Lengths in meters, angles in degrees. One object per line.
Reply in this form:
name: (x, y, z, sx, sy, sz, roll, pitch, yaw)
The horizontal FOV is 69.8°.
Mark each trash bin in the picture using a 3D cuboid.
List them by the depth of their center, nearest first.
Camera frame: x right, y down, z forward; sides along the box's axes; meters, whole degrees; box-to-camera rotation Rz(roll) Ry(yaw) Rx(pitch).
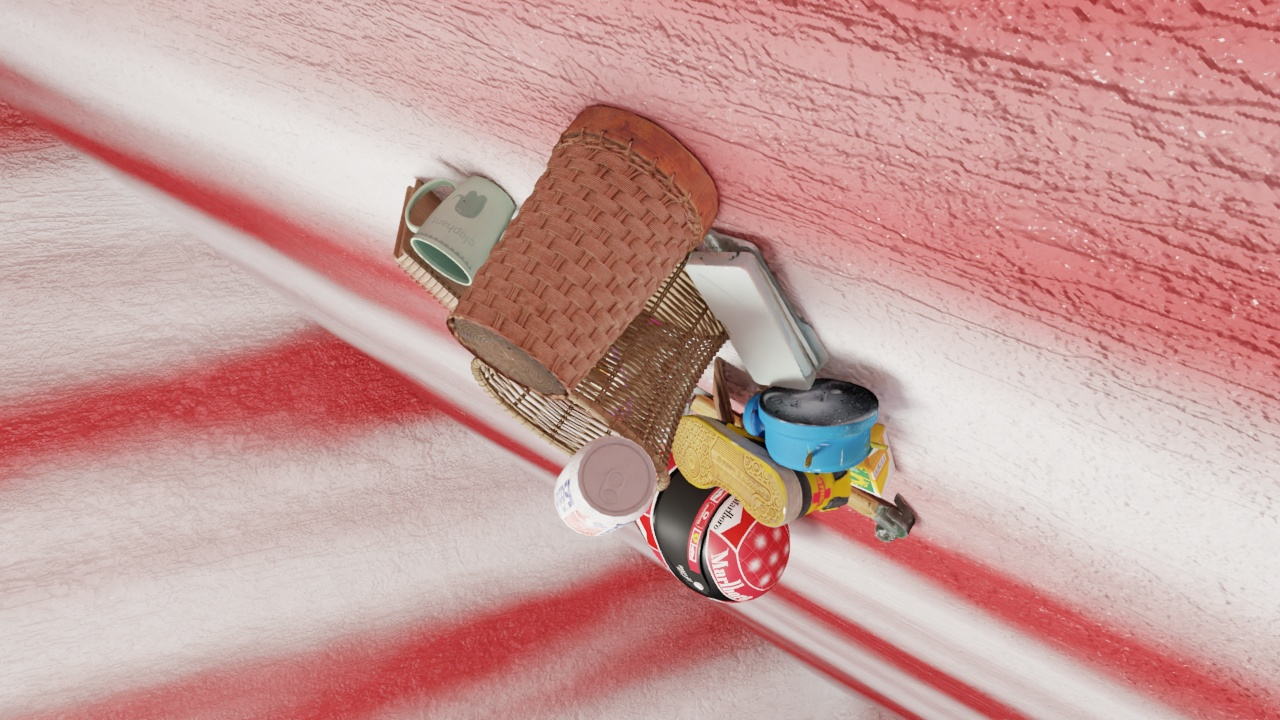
trash bin: (-0.049, -0.083, 0.766, 0.151, 0.209, 0.151, 30, 163, 10)

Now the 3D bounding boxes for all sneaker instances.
sneaker: (0.135, 0.108, 1.017, 0.122, 0.086, 0.239, -7, -163, -27)

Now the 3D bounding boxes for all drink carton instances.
drink carton: (0.248, 0.105, 1.042, 0.058, 0.041, 0.122, 23, 161, 32)

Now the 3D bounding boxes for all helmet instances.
helmet: (0.128, 0.277, 1.489, 0.225, 0.197, 0.271, 14, 147, 49)

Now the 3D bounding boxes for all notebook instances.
notebook: (-0.219, -0.108, 1.148, 0.210, 0.022, 0.168, 45, -156, -35)

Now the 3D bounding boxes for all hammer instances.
hammer: (0.214, 0.139, 1.226, 0.330, 0.033, 0.132, 31, 165, 8)

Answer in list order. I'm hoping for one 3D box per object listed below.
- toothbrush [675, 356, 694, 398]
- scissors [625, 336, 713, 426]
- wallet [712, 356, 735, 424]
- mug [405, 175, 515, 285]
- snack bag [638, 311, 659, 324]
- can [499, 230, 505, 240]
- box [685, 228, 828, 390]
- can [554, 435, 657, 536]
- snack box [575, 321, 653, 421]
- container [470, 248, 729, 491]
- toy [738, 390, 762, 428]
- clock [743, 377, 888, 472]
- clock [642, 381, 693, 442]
toothbrush: (0.054, 0.015, 1.191, 0.022, 0.017, 0.135, 25, 162, 28)
scissors: (-0.005, 0.008, 1.163, 0.226, 0.016, 0.226, 45, 144, 9)
wallet: (0.103, 0.056, 1.133, 0.013, 0.087, 0.121, -11, 159, -1)
mug: (-0.208, -0.158, 1.034, 0.111, 0.104, 0.084, 31, 164, 5)
snack bag: (-0.054, -0.073, 1.144, 0.197, 0.016, 0.070, 12, 152, 51)
can: (-0.127, -0.106, 1.071, 0.072, 0.071, 0.129, 31, 159, 7)
box: (0.112, -0.041, 0.867, 0.085, 0.070, 0.199, 44, 175, 46)
can: (-0.033, 0.114, 0.827, 0.078, 0.078, 0.136, 34, 162, -1)
snack box: (-0.059, -0.006, 1.156, 0.148, 0.040, 0.143, 18, 136, 39)
container: (-0.023, -0.010, 0.934, 0.227, 0.195, 0.227, 29, 161, 11)
toy: (0.169, 0.080, 1.095, 0.106, 0.085, 0.074, 9, 119, 7)
clock: (0.171, 0.058, 0.930, 0.161, 0.116, 0.060, -135, 37, -65)
clock: (0.031, 0.066, 1.268, 0.057, 0.083, 0.117, 4, 143, 48)
